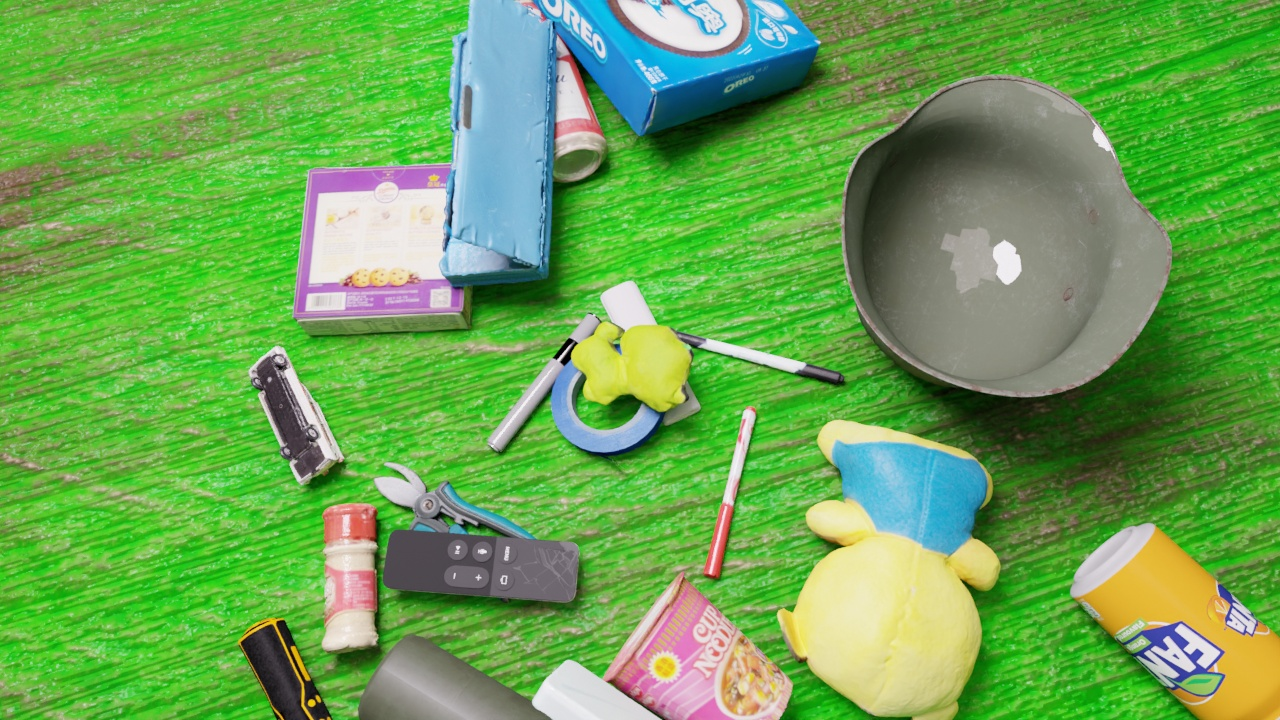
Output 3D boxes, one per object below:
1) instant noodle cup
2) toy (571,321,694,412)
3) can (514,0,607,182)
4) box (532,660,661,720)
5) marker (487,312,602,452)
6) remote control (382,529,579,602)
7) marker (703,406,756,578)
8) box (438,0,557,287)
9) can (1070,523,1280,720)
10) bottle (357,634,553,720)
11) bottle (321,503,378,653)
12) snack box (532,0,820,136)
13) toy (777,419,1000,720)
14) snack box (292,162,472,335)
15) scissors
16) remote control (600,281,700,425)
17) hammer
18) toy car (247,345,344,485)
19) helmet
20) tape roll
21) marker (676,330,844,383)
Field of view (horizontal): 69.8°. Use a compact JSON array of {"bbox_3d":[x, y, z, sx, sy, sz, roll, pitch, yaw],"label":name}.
[{"bbox_3d":[0.044,0.222,0.649,0.108,0.098,0.097,37,75,6],"label":"instant noodle cup"},{"bbox_3d":[-0.004,0.004,0.725,0.093,0.036,0.094,-28,67,8],"label":"toy"},{"bbox_3d":[-0.085,-0.245,0.834,0.067,0.067,0.170,-18,70,-5],"label":"can"},{"bbox_3d":[0.023,0.267,0.605,0.197,0.136,0.049,31,74,12],"label":"box"},{"bbox_3d":[-0.079,0.018,0.764,0.016,0.016,0.140,34,74,13],"label":"marker"},{"bbox_3d":[-0.121,0.156,0.698,0.146,0.008,0.045,4,71,1],"label":"remote control"},{"bbox_3d":[0.073,0.103,0.730,0.013,0.013,0.142,14,71,7],"label":"marker"},{"bbox_3d":[-0.124,-0.185,0.737,0.094,0.102,0.231,-2,74,14],"label":"box"},{"bbox_3d":[0.387,0.190,0.653,0.079,0.079,0.142,-40,74,-12],"label":"can"},{"bbox_3d":[-0.094,0.272,0.642,0.207,0.071,0.071,26,73,11],"label":"bottle"},{"bbox_3d":[-0.221,0.166,0.700,0.044,0.044,0.109,-6,70,-1],"label":"bottle"},{"bbox_3d":[0.018,-0.325,0.835,0.195,0.056,0.238,-25,69,-28],"label":"snack box"},{"bbox_3d":[0.185,0.151,0.672,0.149,0.084,0.213,16,68,9],"label":"toy"},{"bbox_3d":[-0.219,-0.098,0.798,0.143,0.041,0.147,-2,70,1],"label":"snack box"},{"bbox_3d":[-0.143,0.133,0.722,0.128,0.019,0.153,-13,71,-4],"label":"scissors"},{"bbox_3d":[0.007,-0.008,0.773,0.033,0.012,0.131,-25,71,-7],"label":"remote control"},{"bbox_3d":[-0.204,0.328,0.647,0.123,0.036,0.320,-32,74,-9],"label":"hammer"},{"bbox_3d":[-0.280,0.044,0.749,0.039,0.039,0.113,-37,70,16],"label":"toy car"},{"bbox_3d":[0.260,-0.084,0.717,0.227,0.154,0.267,18,76,7],"label":"helmet"},{"bbox_3d":[-0.025,0.032,0.749,0.091,0.016,0.093,29,81,17],"label":"tape roll"},{"bbox_3d":[0.096,-0.003,0.770,0.152,0.011,0.011,15,71,7],"label":"marker"}]
